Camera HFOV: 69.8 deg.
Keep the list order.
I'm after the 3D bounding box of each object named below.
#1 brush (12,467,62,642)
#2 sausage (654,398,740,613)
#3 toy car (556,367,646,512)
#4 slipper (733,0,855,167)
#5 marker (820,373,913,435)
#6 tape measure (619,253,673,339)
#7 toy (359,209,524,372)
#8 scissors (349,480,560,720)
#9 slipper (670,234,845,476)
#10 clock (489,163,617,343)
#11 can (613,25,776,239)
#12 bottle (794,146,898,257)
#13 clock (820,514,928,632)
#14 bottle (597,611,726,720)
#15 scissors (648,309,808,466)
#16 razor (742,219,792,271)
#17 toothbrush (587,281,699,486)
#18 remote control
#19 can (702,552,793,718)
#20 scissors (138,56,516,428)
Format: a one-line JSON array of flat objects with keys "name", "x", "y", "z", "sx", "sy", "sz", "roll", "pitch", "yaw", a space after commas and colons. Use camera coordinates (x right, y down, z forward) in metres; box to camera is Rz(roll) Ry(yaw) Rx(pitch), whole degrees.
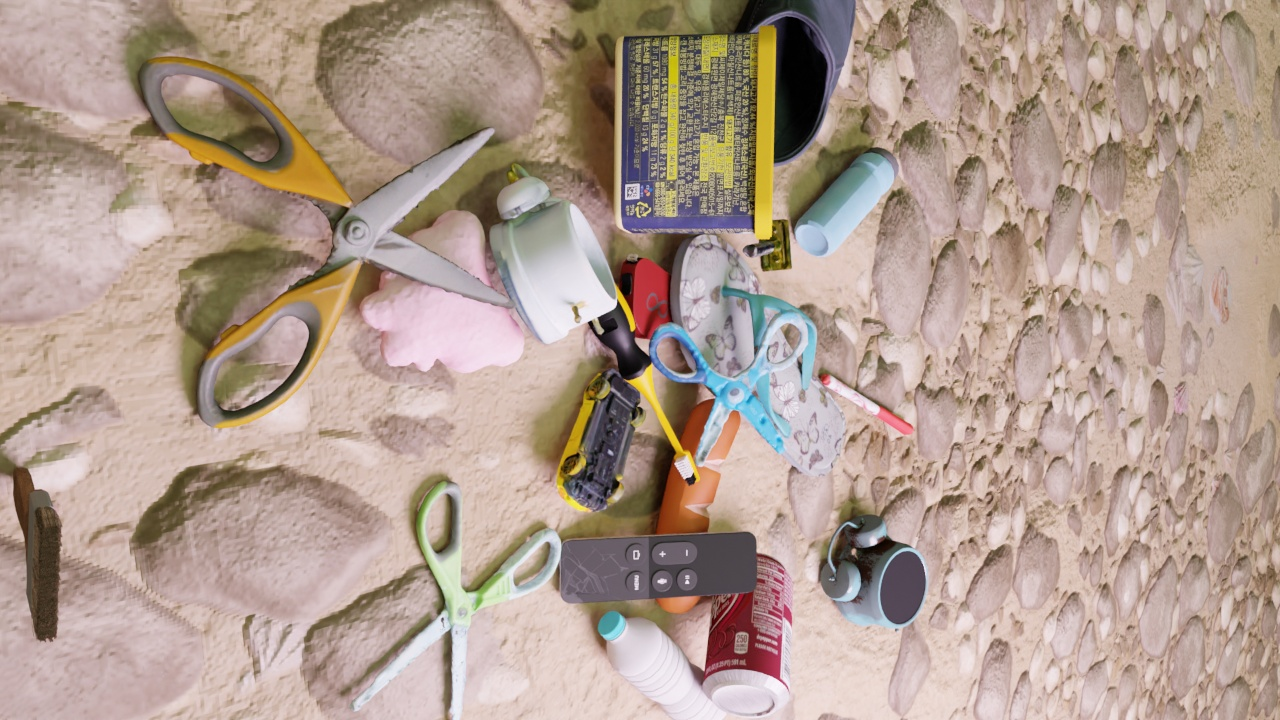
[{"name": "brush", "x": -0.258, "y": 0.067, "z": 0.388, "sx": 0.008, "sy": 0.143, "sz": 0.045, "roll": 1, "pitch": 101, "yaw": -38}, {"name": "sausage", "x": 0.039, "y": 0.109, "z": 0.697, "sx": 0.039, "sy": 0.044, "sz": 0.164, "roll": 24, "pitch": 78, "yaw": -67}, {"name": "toy car", "x": -0.028, "y": 0.055, "z": 0.646, "sx": 0.049, "sy": 0.030, "sz": 0.106, "roll": 41, "pitch": 55, "yaw": -33}, {"name": "slipper", "x": 0.120, "y": -0.227, "z": 0.714, "sx": 0.109, "sy": 0.084, "sz": 0.265, "roll": 48, "pitch": 63, "yaw": -29}, {"name": "marker", "x": 0.212, "y": 0.042, "z": 0.854, "sx": 0.142, "sy": 0.013, "sz": 0.012, "roll": 28, "pitch": 76, "yaw": -37}, {"name": "tape measure", "x": 0.003, "y": -0.043, "z": 0.670, "sx": 0.059, "sy": 0.019, "sz": 0.051, "roll": 31, "pitch": 73, "yaw": -47}, {"name": "toy", "x": -0.119, "y": -0.031, "z": 0.553, "sx": 0.093, "sy": 0.050, "sz": 0.102, "roll": -31, "pitch": 107, "yaw": -29}, {"name": "scissors", "x": -0.112, "y": 0.162, "z": 0.597, "sx": 0.165, "sy": 0.024, "sz": 0.171, "roll": -5, "pitch": 99, "yaw": -45}, {"name": "slipper", "x": 0.108, "y": 0.011, "z": 0.733, "sx": 0.269, "sy": 0.055, "sz": 0.098, "roll": 51, "pitch": 61, "yaw": -35}, {"name": "clock", "x": -0.060, "y": -0.070, "z": 0.580, "sx": 0.083, "sy": 0.057, "sz": 0.117, "roll": 21, "pitch": 46, "yaw": -76}, {"name": "can", "x": 0.039, "y": -0.153, "z": 0.628, "sx": 0.075, "sy": 0.104, "sz": 0.135, "roll": -24, "pitch": 115, "yaw": -81}, {"name": "bottle", "x": 0.184, "y": -0.142, "z": 0.798, "sx": 0.129, "sy": 0.040, "sz": 0.040, "roll": -46, "pitch": 120, "yaw": -27}, {"name": "clock", "x": 0.213, "y": 0.194, "z": 0.840, "sx": 0.124, "sy": 0.053, "sz": 0.089, "roll": 44, "pitch": 66, "yaw": -29}, {"name": "bottle", "x": 0.015, "y": 0.231, "z": 0.687, "sx": 0.136, "sy": 0.044, "sz": 0.044, "roll": 50, "pitch": 63, "yaw": -30}, {"name": "scissors", "x": 0.062, "y": 0.013, "z": 0.671, "sx": 0.140, "sy": 0.011, "sz": 0.134, "roll": 27, "pitch": 92, "yaw": -11}, {"name": "razor", "x": 0.096, "y": -0.087, "z": 0.712, "sx": 0.105, "sy": 0.026, "sz": 0.042, "roll": -26, "pitch": 114, "yaw": -69}, {"name": "toothbrush", "x": -0.004, "y": 0.004, "z": 0.650, "sx": 0.197, "sy": 0.031, "sz": 0.030, "roll": 62, "pitch": 24, "yaw": -13}, {"name": "remote control", "x": 0.014, "y": 0.149, "z": 0.663, "sx": 0.146, "sy": 0.008, "sz": 0.045, "roll": 0, "pitch": 89, "yaw": -14}, {"name": "can", "x": 0.084, "y": 0.209, "z": 0.705, "sx": 0.063, "sy": 0.063, "sz": 0.113, "roll": 50, "pitch": 33, "yaw": -30}, {"name": "scissors", "x": -0.178, "y": -0.061, "z": 0.496, "sx": 0.225, "sy": 0.016, "sz": 0.229, "roll": 30, "pitch": 88, "yaw": -18}]
